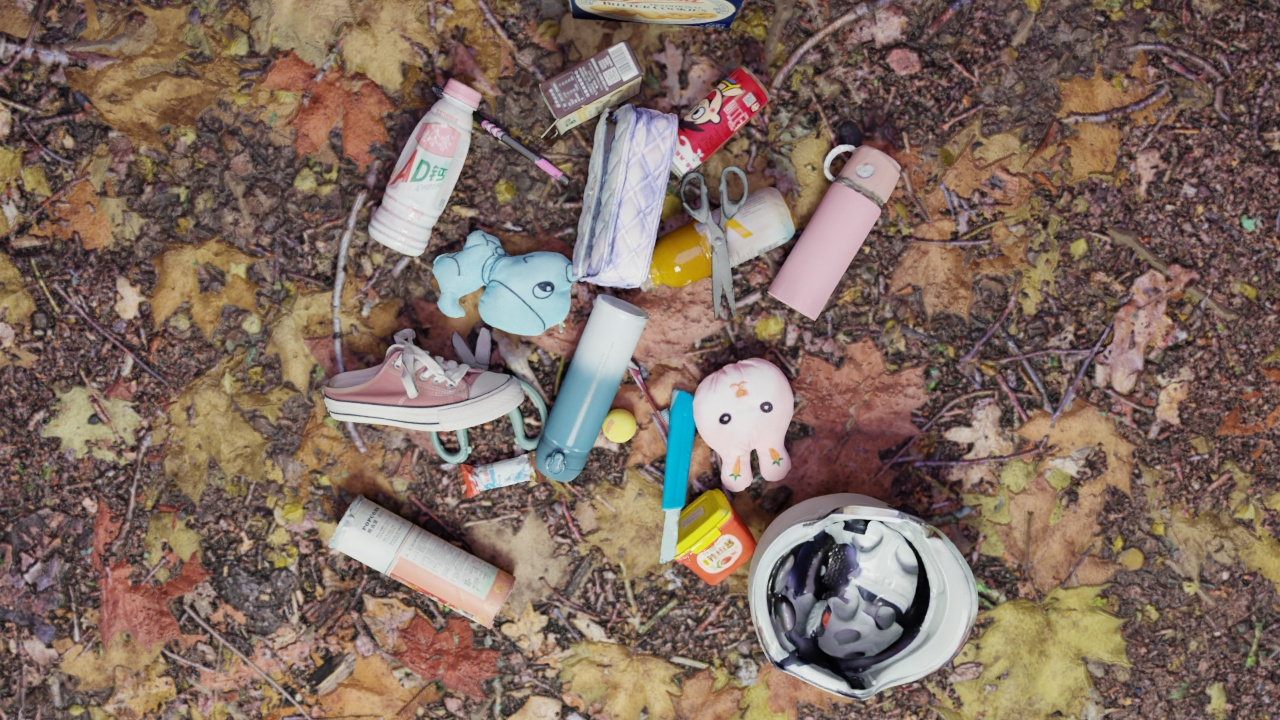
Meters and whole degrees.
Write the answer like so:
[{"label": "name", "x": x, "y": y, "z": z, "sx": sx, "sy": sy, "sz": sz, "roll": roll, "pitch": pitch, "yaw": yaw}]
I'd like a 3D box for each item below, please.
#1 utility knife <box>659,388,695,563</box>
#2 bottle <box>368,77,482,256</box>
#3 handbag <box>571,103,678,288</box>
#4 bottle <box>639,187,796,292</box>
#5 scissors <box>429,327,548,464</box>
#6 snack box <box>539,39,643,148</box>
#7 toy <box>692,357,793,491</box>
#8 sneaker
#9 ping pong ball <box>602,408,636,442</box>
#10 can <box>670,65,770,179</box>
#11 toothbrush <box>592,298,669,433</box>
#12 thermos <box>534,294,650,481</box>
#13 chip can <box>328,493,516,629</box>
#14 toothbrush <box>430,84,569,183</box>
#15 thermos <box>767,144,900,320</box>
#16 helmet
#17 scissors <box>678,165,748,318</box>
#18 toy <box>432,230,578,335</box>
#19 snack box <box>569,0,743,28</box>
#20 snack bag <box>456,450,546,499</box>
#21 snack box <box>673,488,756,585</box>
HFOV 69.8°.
[{"label": "utility knife", "x": 0.041, "y": 0.135, "z": 1.074, "sx": 0.034, "sy": 0.018, "sz": 0.204, "roll": 10, "pitch": 75, "yaw": -10}, {"label": "bottle", "x": -0.236, "y": -0.217, "z": 1.027, "sx": 0.068, "sy": 0.068, "sz": 0.197, "roll": 27, "pitch": 99, "yaw": -5}, {"label": "handbag", "x": -0.022, "y": -0.178, "z": 0.996, "sx": 0.075, "sy": 0.134, "sz": 0.194, "roll": 11, "pitch": 91, "yaw": -17}, {"label": "bottle", "x": 0.081, "y": -0.133, "z": 1.048, "sx": 0.189, "sy": 0.068, "sz": 0.068, "roll": -24, "pitch": 98, "yaw": 3}, {"label": "scissors", "x": -0.172, "y": 0.047, "z": 1.096, "sx": 0.176, "sy": 0.019, "sz": 0.175, "roll": 12, "pitch": 97, "yaw": -2}, {"label": "snack box", "x": -0.060, "y": -0.288, "z": 1.000, "sx": 0.126, "sy": 0.113, "sz": 0.053, "roll": -26, "pitch": 97, "yaw": 2}, {"label": "toy", "x": 0.128, "y": 0.078, "z": 1.089, "sx": 0.121, "sy": 0.054, "sz": 0.159, "roll": -17, "pitch": 105, "yaw": -4}, {"label": "sneaker", "x": -0.252, "y": 0.021, "z": 1.039, "sx": 0.241, "sy": 0.118, "sz": 0.088, "roll": 1, "pitch": 114, "yaw": 14}, {"label": "ping pong ball", "x": -0.025, "y": 0.077, "z": 1.090, "sx": 0.040, "sy": 0.040, "sz": 0.040, "roll": 0, "pitch": 98, "yaw": -1}, {"label": "can", "x": 0.080, "y": -0.267, "z": 1.035, "sx": 0.133, "sy": 0.053, "sz": 0.053, "roll": -43, "pitch": 97, "yaw": 5}, {"label": "toothbrush", "x": -0.006, "y": 0.006, "z": 1.093, "sx": 0.017, "sy": 0.016, "sz": 0.187, "roll": -31, "pitch": 98, "yaw": -5}, {"label": "thermos", "x": -0.060, "y": 0.035, "z": 1.059, "sx": 0.070, "sy": 0.070, "sz": 0.221, "roll": 22, "pitch": 103, "yaw": -4}, {"label": "chip can", "x": -0.258, "y": 0.240, "z": 1.096, "sx": 0.214, "sy": 0.071, "sz": 0.071, "roll": 29, "pitch": 97, "yaw": -5}, {"label": "toothbrush", "x": -0.161, "y": -0.259, "z": 1.052, "sx": 0.189, "sy": 0.017, "sz": 0.014, "roll": 34, "pitch": 106, "yaw": -7}, {"label": "thermos", "x": 0.215, "y": -0.152, "z": 1.052, "sx": 0.087, "sy": 0.067, "sz": 0.199, "roll": 32, "pitch": 98, "yaw": 21}, {"label": "helmet", "x": 0.241, "y": 0.258, "z": 1.069, "sx": 0.258, "sy": 0.146, "sz": 0.229, "roll": 9, "pitch": 99, "yaw": -12}, {"label": "scissors", "x": 0.092, "y": -0.135, "z": 1.002, "sx": 0.150, "sy": 0.014, "sz": 0.170, "roll": -42, "pitch": 71, "yaw": -2}, {"label": "toy", "x": -0.151, "y": -0.084, "z": 1.060, "sx": 0.161, "sy": 0.050, "sz": 0.156, "roll": -35, "pitch": 89, "yaw": -1}, {"label": "snack box", "x": 0.014, "y": -0.389, "z": 0.951, "sx": 0.178, "sy": 0.182, "sz": 0.046, "roll": 4, "pitch": 99, "yaw": -1}, {"label": "snack bag", "x": -0.168, "y": 0.137, "z": 1.105, "sx": 0.104, "sy": 0.026, "sz": 0.048, "roll": -9, "pitch": 111, "yaw": 1}, {"label": "snack box", "x": 0.085, "y": 0.212, "z": 1.097, "sx": 0.091, "sy": 0.082, "sz": 0.080, "roll": -41, "pitch": 110, "yaw": 6}]
